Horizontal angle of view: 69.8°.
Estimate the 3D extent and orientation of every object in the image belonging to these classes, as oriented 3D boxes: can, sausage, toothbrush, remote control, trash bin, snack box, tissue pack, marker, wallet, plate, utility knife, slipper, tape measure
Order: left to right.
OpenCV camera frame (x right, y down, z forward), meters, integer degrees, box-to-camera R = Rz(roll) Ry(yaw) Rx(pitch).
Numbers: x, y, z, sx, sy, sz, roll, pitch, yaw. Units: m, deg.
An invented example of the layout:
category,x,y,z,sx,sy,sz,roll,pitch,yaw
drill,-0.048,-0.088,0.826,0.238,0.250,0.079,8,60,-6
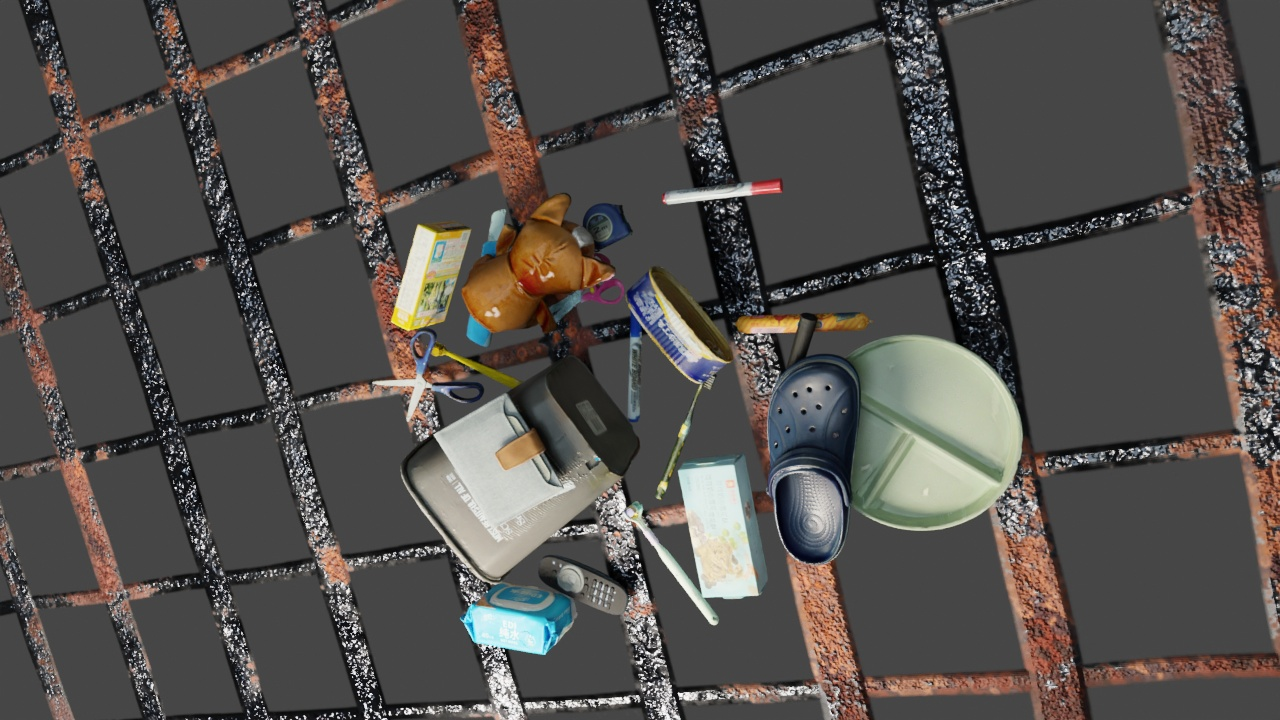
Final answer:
category,x,y,z,sx,sy,sz,roll,pitch,yaw
snack box,-0.275,-0.113,1.207,0.034,0.086,0.141,24,109,15
toothbrush,-0.211,0.015,1.246,0.190,0.016,0.016,23,110,16
utility knife,-0.201,-0.110,1.216,0.034,0.018,0.186,13,105,3
wallet,-0.158,0.113,1.039,0.107,0.037,0.129,-29,95,11
tissue pack,-0.163,0.349,1.255,0.140,0.089,0.063,4,102,21
trash bin,-0.138,0.124,1.145,0.220,0.198,0.199,-35,95,18
remote control,-0.075,0.302,1.247,0.136,0.024,0.053,20,109,18
tape measure,-0.043,-0.168,1.137,0.058,0.025,0.054,-25,89,20
marker,-0.007,0.007,1.163,0.017,0.016,0.146,7,103,20
toothbrush,0.042,0.266,1.196,0.189,0.029,0.020,53,156,3
can,0.046,-0.043,1.101,0.049,0.074,0.148,-42,84,26
toothbrush,0.057,0.096,1.159,0.017,0.012,0.186,22,108,5
marker,0.095,-0.198,1.080,0.145,0.017,0.017,-2,100,22
snack box,0.103,0.205,1.140,0.074,0.051,0.175,-8,98,24
marker,0.179,0.006,1.072,0.020,0.022,0.132,41,129,42
sausage,0.188,-0.044,1.072,0.165,0.021,0.021,-1,100,21
slipper,0.189,0.119,1.040,0.105,0.095,0.253,5,107,20
plate,0.311,0.082,1.046,0.230,0.027,0.230,4,103,20

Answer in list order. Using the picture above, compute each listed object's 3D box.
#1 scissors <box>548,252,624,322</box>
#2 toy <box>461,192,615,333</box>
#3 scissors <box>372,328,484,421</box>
category,x,y,z,sx,sy,sz,roll,pitch,yaw
scissors,-0.086,-0.090,1.177,0.138,0.017,0.077,-21,93,28
toy,-0.125,-0.112,1.132,0.200,0.130,0.140,-34,98,40
scissors,-0.294,0.027,1.266,0.162,0.012,0.176,18,125,4
